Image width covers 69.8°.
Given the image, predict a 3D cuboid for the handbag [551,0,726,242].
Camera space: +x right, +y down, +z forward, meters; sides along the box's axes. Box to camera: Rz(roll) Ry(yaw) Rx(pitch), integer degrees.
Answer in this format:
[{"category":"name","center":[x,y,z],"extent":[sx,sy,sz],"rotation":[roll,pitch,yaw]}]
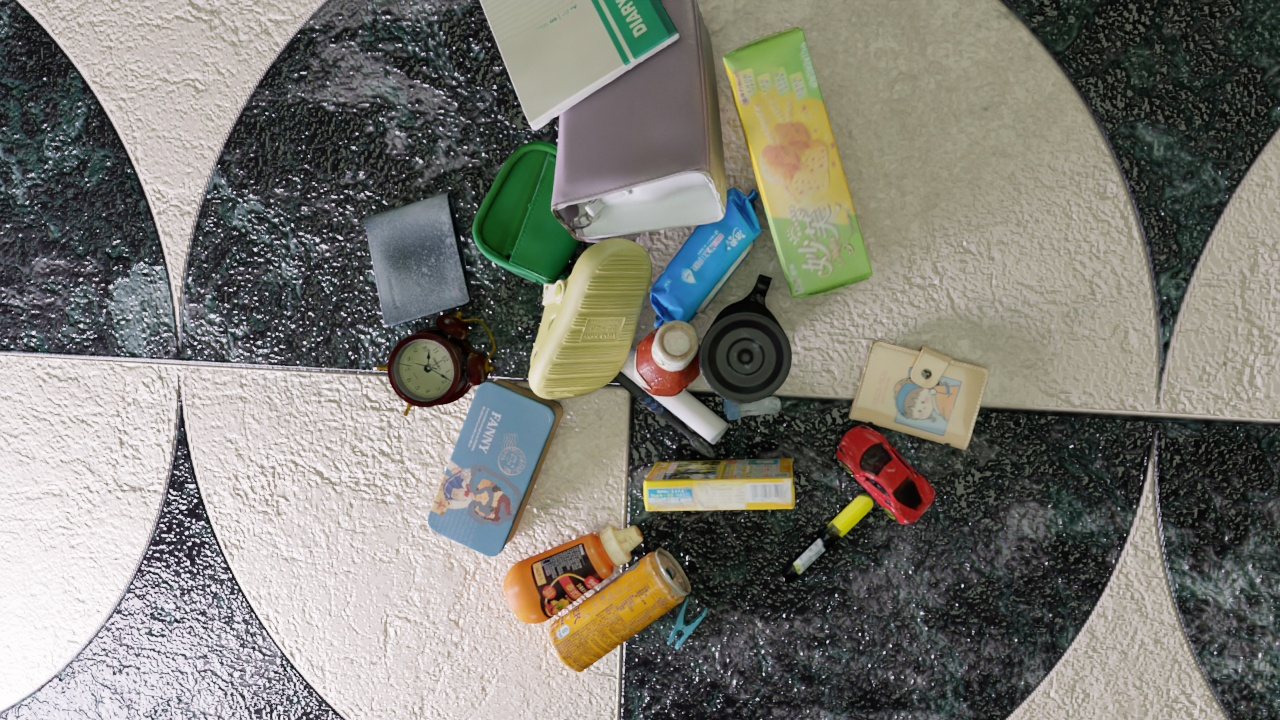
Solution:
[{"category":"handbag","center":[-0.003,-0.213,0.820],"extent":[0.145,0.098,0.196],"rotation":[-8,67,13]}]

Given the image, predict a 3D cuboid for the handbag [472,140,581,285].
[{"category":"handbag","center":[-0.093,-0.140,0.895],"extent":[0.120,0.068,0.131],"rotation":[31,99,-4]}]

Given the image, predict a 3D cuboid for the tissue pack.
[{"category":"tissue pack","center":[0.064,-0.094,0.859],"extent":[0.052,0.095,0.157],"rotation":[38,99,1]}]

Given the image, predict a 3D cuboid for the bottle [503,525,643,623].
[{"category":"bottle","center":[-0.065,0.210,0.935],"extent":[0.149,0.066,0.067],"rotation":[-29,92,4]}]

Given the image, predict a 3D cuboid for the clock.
[{"category":"clock","center":[-0.201,0.001,0.930],"extent":[0.122,0.055,0.082],"rotation":[-29,91,9]}]

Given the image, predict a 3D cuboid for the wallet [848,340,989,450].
[{"category":"wallet","center":[0.268,0.030,0.880],"extent":[0.115,0.024,0.087],"rotation":[16,104,8]}]

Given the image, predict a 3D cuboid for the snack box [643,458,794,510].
[{"category":"snack box","center":[0.078,0.119,0.886],"extent":[0.140,0.086,0.034],"rotation":[-1,96,8]}]

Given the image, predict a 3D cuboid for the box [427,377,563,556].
[{"category":"box","center":[-0.144,0.101,0.932],"extent":[0.090,0.059,0.184],"rotation":[21,101,5]}]

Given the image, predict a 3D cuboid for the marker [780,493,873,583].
[{"category":"marker","center":[0.185,0.178,0.915],"extent":[0.018,0.015,0.124],"rotation":[41,104,-4]}]

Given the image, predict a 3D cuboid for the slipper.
[{"category":"slipper","center":[-0.051,-0.046,0.863],"extent":[0.091,0.081,0.191],"rotation":[3,132,-29]}]

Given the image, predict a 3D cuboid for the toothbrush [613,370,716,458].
[{"category":"toothbrush","center":[0.003,0.037,0.924],"extent":[0.189,0.016,0.014],"rotation":[40,97,3]}]

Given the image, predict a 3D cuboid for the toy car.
[{"category":"toy car","center":[0.235,0.108,0.883],"extent":[0.049,0.031,0.106],"rotation":[-43,87,-11]}]

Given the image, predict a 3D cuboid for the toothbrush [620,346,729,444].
[{"category":"toothbrush","center":[-0.005,0.005,0.916],"extent":[0.221,0.026,0.026],"rotation":[39,133,3]}]

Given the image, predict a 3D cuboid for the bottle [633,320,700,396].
[{"category":"bottle","center":[0.025,-0.003,0.799],"extent":[0.060,0.206,0.059],"rotation":[0,84,-1]}]

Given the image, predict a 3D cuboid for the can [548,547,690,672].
[{"category":"can","center":[-0.022,0.254,0.932],"extent":[0.146,0.058,0.058],"rotation":[-38,90,11]}]

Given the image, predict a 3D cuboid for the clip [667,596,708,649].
[{"category":"clip","center":[0.046,0.273,0.946],"extent":[0.039,0.013,0.056],"rotation":[28,101,5]}]

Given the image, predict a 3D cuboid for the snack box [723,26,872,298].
[{"category":"snack box","center":[0.137,-0.164,0.806],"extent":[0.070,0.157,0.210],"rotation":[-16,94,10]}]

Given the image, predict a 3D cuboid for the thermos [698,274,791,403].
[{"category":"thermos","center":[0.091,-0.027,0.786],"extent":[0.068,0.242,0.090],"rotation":[14,99,4]}]

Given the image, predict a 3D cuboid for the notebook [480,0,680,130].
[{"category":"notebook","center":[-0.064,-0.319,0.837],"extent":[0.150,0.012,0.209],"rotation":[-29,58,10]}]

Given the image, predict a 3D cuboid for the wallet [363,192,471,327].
[{"category":"wallet","center":[-0.226,-0.101,0.928],"extent":[0.097,0.019,0.120],"rotation":[-15,80,12]}]

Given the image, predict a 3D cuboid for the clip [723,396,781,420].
[{"category":"clip","center":[0.111,0.045,0.906],"extent":[0.058,0.045,0.027],"rotation":[1,94,-1]}]
